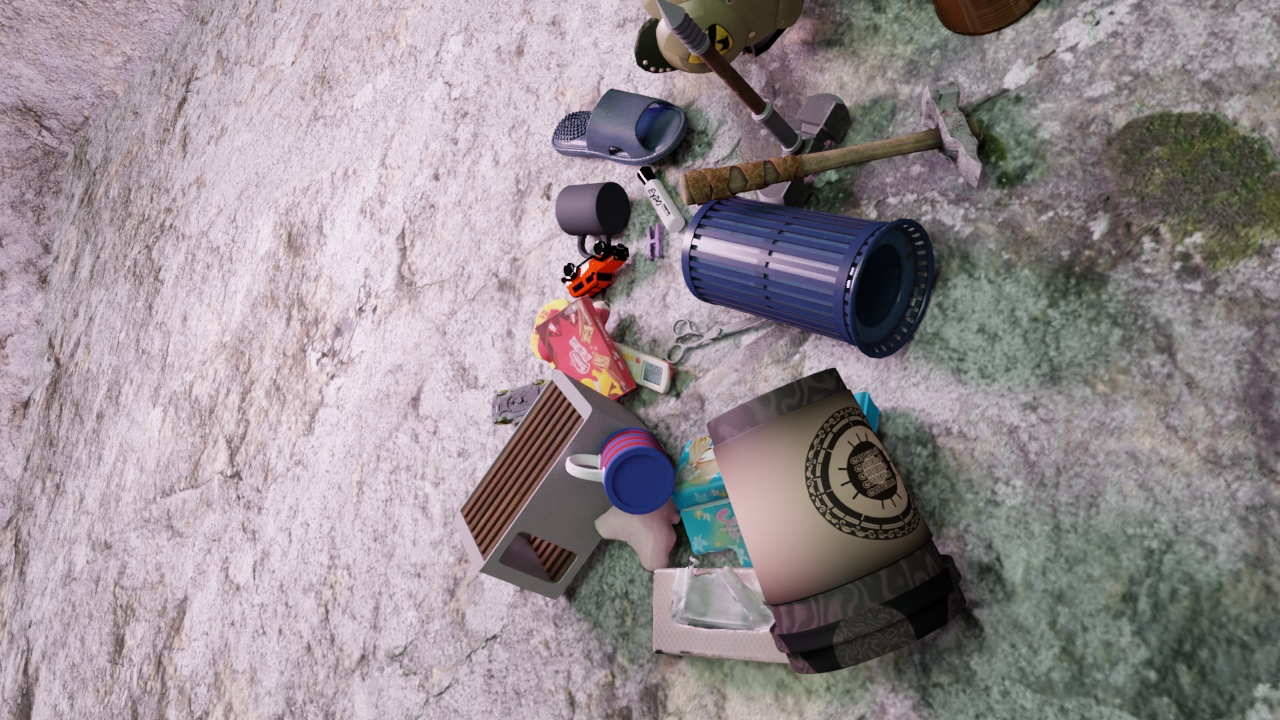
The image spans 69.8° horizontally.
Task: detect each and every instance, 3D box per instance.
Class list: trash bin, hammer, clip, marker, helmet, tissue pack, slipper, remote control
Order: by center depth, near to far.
[{"bbox_3d":[0.087,0.252,0.933,0.182,0.071,0.103,-9,76,40],"label":"tissue pack"},{"bbox_3d":[0.200,-0.212,0.978,0.319,0.049,0.121,-11,61,5],"label":"hammer"},{"bbox_3d":[0.167,-0.100,0.986,0.250,0.139,0.139,21,85,44],"label":"trash bin"},{"bbox_3d":[0.112,-0.289,0.986,0.043,0.322,0.156,30,91,43],"label":"hammer"},{"bbox_3d":[-0.100,0.148,1.090,0.229,0.114,0.114,-55,34,6],"label":"trash bin"},{"bbox_3d":[0.092,-0.466,1.114,0.233,0.255,0.250,-34,54,27],"label":"helmet"},{"bbox_3d":[-0.007,0.007,1.152,0.126,0.018,0.038,21,108,42],"label":"remote control"},{"bbox_3d":[0.022,-0.157,1.214,0.037,0.013,0.053,4,76,41],"label":"clip"},{"bbox_3d":[0.025,-0.219,1.229,0.025,0.025,0.125,-41,50,18],"label":"marker"},{"bbox_3d":[-0.045,-0.340,1.295,0.264,0.082,0.101,14,66,44],"label":"slipper"}]

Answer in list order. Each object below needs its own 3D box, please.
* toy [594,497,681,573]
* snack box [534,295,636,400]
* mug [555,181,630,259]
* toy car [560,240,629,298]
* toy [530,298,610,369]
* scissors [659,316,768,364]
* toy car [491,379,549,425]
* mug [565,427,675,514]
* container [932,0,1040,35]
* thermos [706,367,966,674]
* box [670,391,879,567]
[{"bbox_3d":[0.009,0.182,1.045,0.099,0.053,0.095,31,69,24],"label":"toy"},{"bbox_3d":[-0.070,-0.005,1.164,0.089,0.021,0.133,-31,86,35],"label":"snack box"},{"bbox_3d":[-0.065,-0.192,1.270,0.078,0.071,0.105,5,101,40],"label":"mug"},{"bbox_3d":[-0.059,-0.121,1.234,0.100,0.051,0.048,-31,74,33],"label":"toy car"},{"bbox_3d":[-0.101,-0.037,1.229,0.138,0.067,0.105,-5,67,46],"label":"toy"},{"bbox_3d":[0.083,-0.022,1.102,0.172,0.014,0.090,8,78,43],"label":"scissors"},{"bbox_3d":[-0.157,0.059,1.249,0.106,0.033,0.048,-17,59,29],"label":"toy car"},{"bbox_3d":[-0.024,0.117,0.989,0.076,0.112,0.075,-122,36,-75],"label":"mug"},{"bbox_3d":[0.347,-0.451,0.971,0.132,0.167,0.132,-17,61,33],"label":"container"},{"bbox_3d":[0.161,0.135,0.812,0.173,0.172,0.226,-28,80,27],"label":"thermos"},{"bbox_3d":[0.138,0.130,0.949,0.228,0.083,0.172,-19,59,32],"label":"box"}]
